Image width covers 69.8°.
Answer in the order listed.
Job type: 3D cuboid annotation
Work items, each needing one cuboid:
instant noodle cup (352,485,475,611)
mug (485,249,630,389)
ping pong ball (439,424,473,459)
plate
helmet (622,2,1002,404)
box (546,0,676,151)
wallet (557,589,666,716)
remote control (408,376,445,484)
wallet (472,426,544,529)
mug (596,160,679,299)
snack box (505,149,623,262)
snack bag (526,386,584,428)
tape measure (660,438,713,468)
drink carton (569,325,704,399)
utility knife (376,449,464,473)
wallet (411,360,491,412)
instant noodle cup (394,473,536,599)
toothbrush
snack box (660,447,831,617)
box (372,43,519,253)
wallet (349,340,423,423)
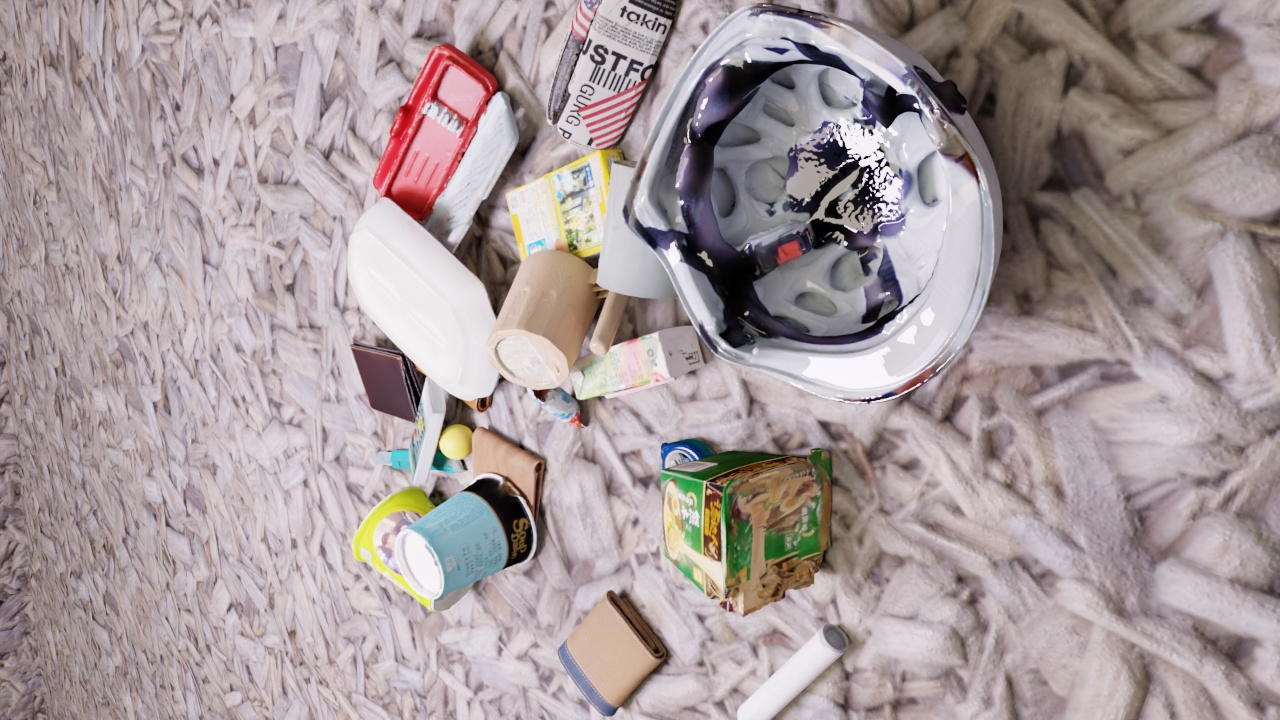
[{"bbox_3d":[-0.257,0.229,1.083,0.123,0.111,0.112,36,122,22],"label":"instant noodle cup"},{"bbox_3d":[-0.070,-0.039,0.833,0.125,0.103,0.084,-6,134,26],"label":"mug"},{"bbox_3d":[-0.208,0.093,1.045,0.040,0.040,0.040,11,107,40],"label":"ping pong ball"},{"bbox_3d":[-0.243,-0.062,0.990,0.266,0.034,0.162,41,133,26],"label":"plate"},{"bbox_3d":[0.131,-0.105,0.617,0.258,0.145,0.230,44,127,17],"label":"helmet"},{"bbox_3d":[-0.032,-0.271,0.802,0.086,0.075,0.163,-105,33,-46],"label":"box"},{"bbox_3d":[-0.031,0.299,0.938,0.090,0.033,0.116,48,126,21],"label":"wallet"},{"bbox_3d":[-0.246,0.081,1.054,0.135,0.019,0.056,115,148,-41],"label":"remote control"},{"bbox_3d":[-0.150,0.142,1.019,0.101,0.020,0.115,25,119,35],"label":"wallet"},{"bbox_3d":[0.028,-0.107,0.766,0.124,0.083,0.103,10,107,13],"label":"mug"},{"bbox_3d":[-0.065,-0.136,0.867,0.141,0.033,0.087,-13,91,45],"label":"snack box"},{"bbox_3d":[-0.085,0.037,0.891,0.026,0.105,0.045,-36,58,6],"label":"snack bag"},{"bbox_3d":[0.045,0.098,0.824,0.055,0.025,0.058,-15,93,42],"label":"tape measure"},{"bbox_3d":[-0.005,0.005,0.829,0.123,0.053,0.045,-17,88,44],"label":"drink carton"},{"bbox_3d":[-0.277,0.124,1.133,0.185,0.013,0.029,-4,94,43],"label":"utility knife"},{"bbox_3d":[-0.210,-0.021,1.030,0.131,0.035,0.119,30,125,34],"label":"wallet"},{"bbox_3d":[-0.191,0.191,0.977,0.111,0.120,0.111,17,116,37],"label":"instant noodle cup"},{"bbox_3d":[0.111,0.303,0.810,0.026,0.026,0.222,29,124,-5],"label":"toothbrush"},{"bbox_3d":[0.077,0.127,0.751,0.106,0.118,0.117,14,109,50],"label":"snack box"},{"bbox_3d":[-0.199,-0.208,0.957,0.157,0.069,0.202,52,129,14],"label":"box"},{"bbox_3d":[-0.307,0.027,1.117,0.122,0.020,0.096,10,120,43],"label":"wallet"}]
